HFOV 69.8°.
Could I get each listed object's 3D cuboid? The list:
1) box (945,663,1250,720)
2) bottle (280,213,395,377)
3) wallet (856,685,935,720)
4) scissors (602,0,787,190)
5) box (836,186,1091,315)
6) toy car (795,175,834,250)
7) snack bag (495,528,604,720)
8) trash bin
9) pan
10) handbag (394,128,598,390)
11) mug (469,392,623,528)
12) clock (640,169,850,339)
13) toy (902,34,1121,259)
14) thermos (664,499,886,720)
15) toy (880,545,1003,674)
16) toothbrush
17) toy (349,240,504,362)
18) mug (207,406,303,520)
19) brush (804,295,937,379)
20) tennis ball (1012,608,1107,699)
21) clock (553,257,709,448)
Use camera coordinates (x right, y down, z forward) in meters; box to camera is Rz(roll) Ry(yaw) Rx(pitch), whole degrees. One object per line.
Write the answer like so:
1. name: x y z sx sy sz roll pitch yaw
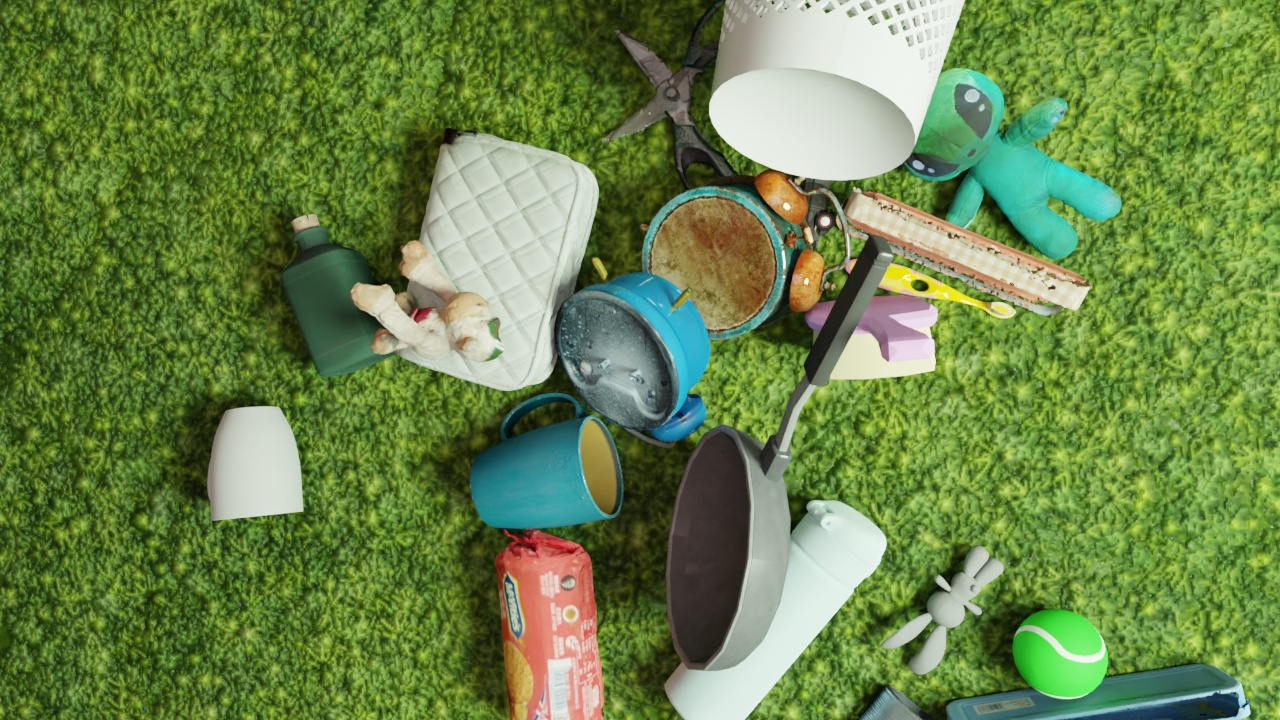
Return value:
1. box: 0.341 0.269 0.693 0.209 0.065 0.037 -12 87 7
2. bottle: -0.255 -0.057 0.760 0.061 0.061 0.131 -22 89 10
3. wallet: 0.214 0.328 0.732 0.115 0.026 0.089 37 98 5
4. scissors: 0.070 -0.211 0.736 0.202 0.015 0.201 -39 89 8
5. box: 0.238 -0.083 0.690 0.187 0.085 0.048 25 101 8
6. toy car: 0.135 -0.131 0.717 0.037 0.040 0.092 10 94 7
7. snack bag: -0.071 0.223 0.742 0.082 0.082 0.176 -4 92 7
8. trash bin: 0.134 -0.241 0.609 0.195 0.195 0.199 14 77 7
9. pan: 0.091 0.071 0.624 0.041 0.178 0.358 10 127 -14
10. handbag: -0.116 -0.079 0.738 0.139 0.072 0.195 17 95 15
11. mug: -0.078 0.081 0.740 0.104 0.084 0.112 -14 62 18
12. clock: 0.083 -0.083 0.695 0.158 0.073 0.121 -14 97 30
13. toy: 0.261 -0.156 0.687 0.193 0.072 0.131 40 132 4
14. thermos: 0.107 0.200 0.721 0.078 0.065 0.207 36 97 -24
15. toy: 0.240 0.195 0.721 0.049 0.030 0.111 39 91 -10
16. toothbrush: 0.227 -0.056 0.720 0.135 0.016 0.021 17 90 6
17. toy: -0.149 -0.029 0.670 0.106 0.085 0.074 23 118 6
18. mug: -0.338 0.088 0.781 0.107 0.071 0.089 -11 81 35
19. brush: 0.163 -0.011 0.625 0.089 0.228 0.043 -5 99 7
20. tennis ball: 0.317 0.222 0.694 0.065 0.065 0.065 0 92 7
21. clock: -0.004 0.004 0.702 0.117 0.060 0.162 23 134 29
